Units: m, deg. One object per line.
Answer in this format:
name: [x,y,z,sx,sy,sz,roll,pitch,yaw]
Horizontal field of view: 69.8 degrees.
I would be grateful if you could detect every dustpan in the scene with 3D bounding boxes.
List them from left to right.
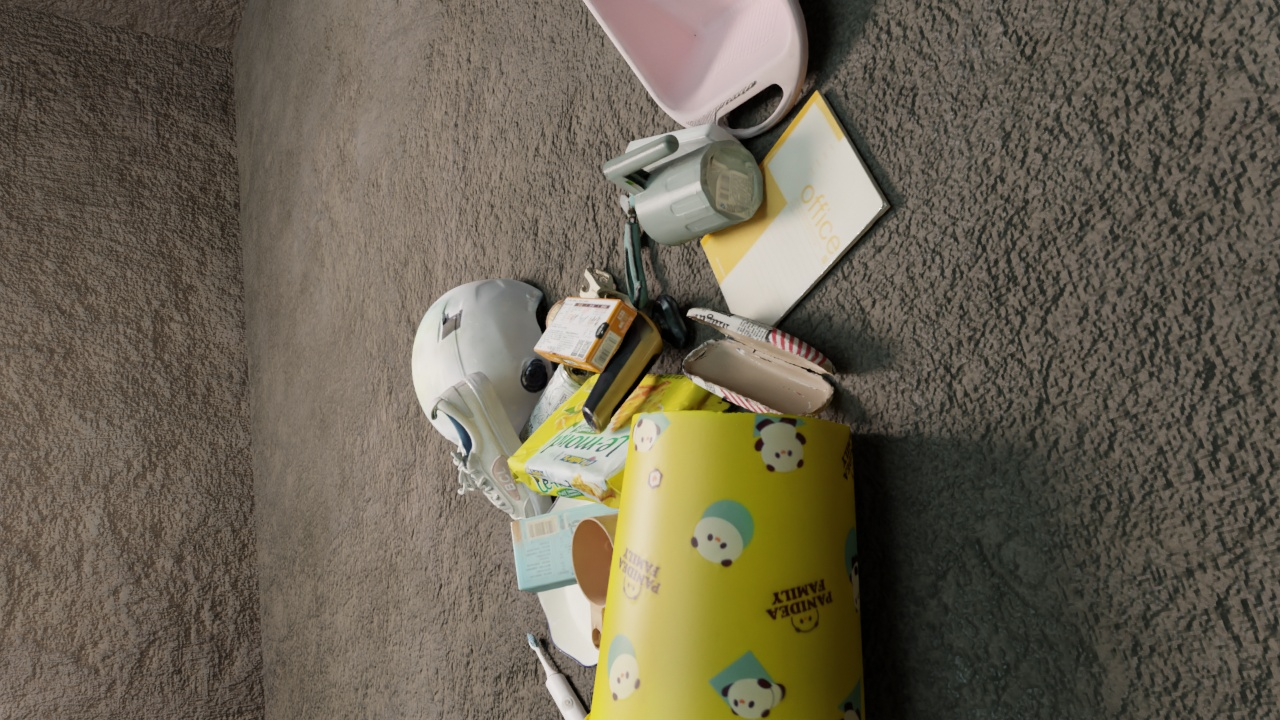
dustpan: [0.036,-0.338,0.845,0.223,0.273,0.138,-22,45,56]

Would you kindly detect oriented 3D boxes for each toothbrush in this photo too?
toothbrush: [-0.094,0.418,1.143,0.221,0.026,0.026,44,157,48]

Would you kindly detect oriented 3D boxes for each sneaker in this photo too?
sneaker: [-0.188,0.138,1.157,0.090,0.090,0.242,13,130,62]

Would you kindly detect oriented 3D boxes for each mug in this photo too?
mug: [0.000,0.203,0.874,0.084,0.103,0.124,0,93,56]
mug: [0.041,-0.169,0.882,0.104,0.124,0.083,-9,61,55]

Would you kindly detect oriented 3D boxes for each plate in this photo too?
plate: [-0.059,0.254,1.085,0.205,0.045,0.205,-3,86,55]

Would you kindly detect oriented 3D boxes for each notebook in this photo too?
notebook: [0.134,-0.125,0.855,0.207,0.010,0.145,-50,48,42]

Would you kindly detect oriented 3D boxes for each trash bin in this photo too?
trash bin: [0.075,0.177,0.751,0.230,0.229,0.255,-9,75,55]

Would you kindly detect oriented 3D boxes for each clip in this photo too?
clip: [-0.049,-0.080,1.086,0.099,0.066,0.034,-127,49,-57]

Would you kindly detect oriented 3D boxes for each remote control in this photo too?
remote control: [0.046,-0.215,0.948,0.150,0.058,0.021,6,71,55]

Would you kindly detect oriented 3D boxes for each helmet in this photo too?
helmet: [-0.233,0.012,1.264,0.230,0.145,0.258,-8,82,55]

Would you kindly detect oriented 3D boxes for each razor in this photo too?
razor: [-0.006,0.006,0.949,0.067,0.167,0.062,31,153,8]

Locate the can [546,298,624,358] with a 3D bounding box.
can: [-0.063,-0.033,1.094,0.116,0.058,0.058,31,113,52]

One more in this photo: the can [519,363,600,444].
can: [-0.099,0.060,1.143,0.147,0.058,0.058,-57,45,37]

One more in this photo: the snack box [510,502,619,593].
snack box: [-0.049,0.194,0.980,0.175,0.051,0.074,-14,70,10]

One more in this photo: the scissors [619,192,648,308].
scissors: [-0.003,-0.135,1.022,0.170,0.019,0.181,-130,39,-66]

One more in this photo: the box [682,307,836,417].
box: [0.103,-0.010,0.827,0.163,0.076,0.087,25,138,48]

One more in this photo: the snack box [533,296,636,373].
snack box: [-0.063,-0.031,0.993,0.075,0.026,0.154,-59,25,-10]

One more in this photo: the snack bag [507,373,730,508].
snack bag: [-0.026,0.085,0.969,0.247,0.157,0.068,-2,129,57]
